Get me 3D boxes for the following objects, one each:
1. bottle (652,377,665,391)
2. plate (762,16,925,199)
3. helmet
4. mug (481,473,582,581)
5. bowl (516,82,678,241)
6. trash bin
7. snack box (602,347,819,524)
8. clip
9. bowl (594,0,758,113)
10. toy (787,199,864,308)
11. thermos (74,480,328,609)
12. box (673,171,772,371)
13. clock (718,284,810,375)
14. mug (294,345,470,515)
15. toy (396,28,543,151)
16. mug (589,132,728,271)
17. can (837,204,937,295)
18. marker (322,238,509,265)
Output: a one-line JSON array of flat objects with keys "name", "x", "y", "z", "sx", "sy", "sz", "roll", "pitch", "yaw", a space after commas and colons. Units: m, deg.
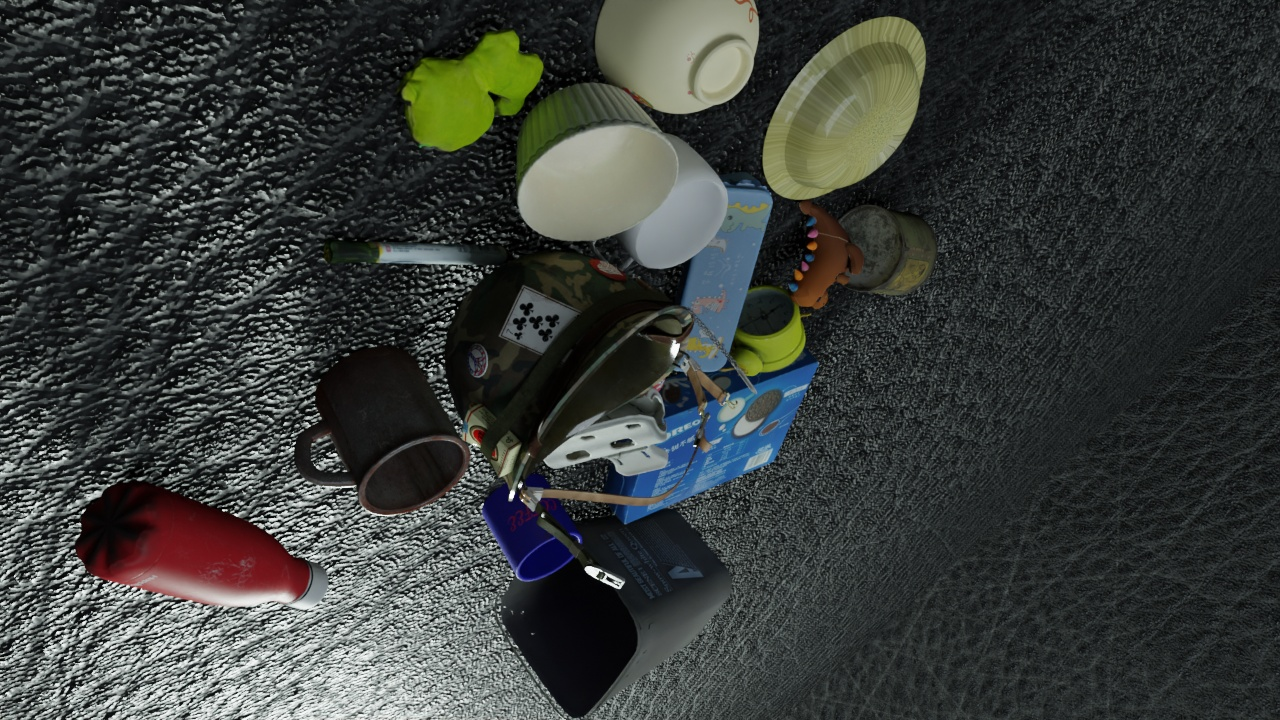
[{"name": "bottle", "x": -0.005, "y": 0.005, "z": 0.893, "sx": 0.062, "sy": 0.062, "sz": 0.138, "roll": -27, "pitch": 147, "yaw": -17}, {"name": "plate", "x": 0.196, "y": -0.212, "z": 0.827, "sx": 0.184, "sy": 0.036, "sz": 0.185, "roll": -26, "pitch": 146, "yaw": -19}, {"name": "helmet", "x": -0.041, "y": 0.025, "z": 0.702, "sx": 0.192, "sy": 0.236, "sz": 0.225, "roll": -38, "pitch": -175, "yaw": -31}, {"name": "mug", "x": -0.118, "y": 0.189, "z": 1.003, "sx": 0.079, "sy": 0.083, "sz": 0.111, "roll": -25, "pitch": 147, "yaw": -19}, {"name": "bowl", "x": -0.037, "y": -0.144, "z": 0.645, "sx": 0.115, "sy": 0.062, "sz": 0.115, "roll": -14, "pitch": 152, "yaw": -8}, {"name": "trash bin", "x": -0.023, "y": 0.299, "z": 1.154, "sx": 0.219, "sy": 0.197, "sz": 0.198, "roll": -6, "pitch": 136, "yaw": -50}, {"name": "snack box", "x": 0.080, "y": 0.082, "z": 1.087, "sx": 0.238, "sy": 0.056, "sz": 0.196, "roll": -18, "pitch": 144, "yaw": -27}, {"name": "clip", "x": -0.028, "y": 0.065, "z": 0.893, "sx": 0.126, "sy": 0.089, "sz": 0.150, "roll": -14, "pitch": 167, "yaw": 24}, {"name": "bowl", "x": 0.038, "y": -0.216, "z": 0.631, "sx": 0.117, "sy": 0.074, "sz": 0.118, "roll": -26, "pitch": 147, "yaw": -18}, {"name": "toy", "x": 0.171, "y": -0.105, "z": 0.919, "sx": 0.103, "sy": 0.071, "sz": 0.090, "roll": 48, "pitch": 67, "yaw": -38}, {"name": "thermos", "x": -0.342, "y": 0.166, "z": 0.757, "sx": 0.073, "sy": 0.073, "sz": 0.240, "roll": -37, "pitch": 149, "yaw": 0}, {"name": "box", "x": 0.071, "y": -0.071, "z": 0.853, "sx": 0.066, "sy": 0.052, "sz": 0.210, "roll": -14, "pitch": 133, "yaw": -30}, {"name": "clock", "x": 0.118, "y": -0.027, "z": 0.955, "sx": 0.119, "sy": 0.083, "sz": 0.057, "roll": -34, "pitch": 144, "yaw": -12}, {"name": "mug", "x": -0.210, "y": 0.057, "z": 0.714, "sx": 0.122, "sy": 0.110, "sz": 0.096, "roll": -11, "pitch": 135, "yaw": -36}, {"name": "toy", "x": -0.109, "y": -0.171, "z": 0.582, "sx": 0.094, "sy": 0.036, "sz": 0.094, "roll": -49, "pitch": 154, "yaw": 10}, {"name": "mug", "x": 0.008, "y": -0.120, "z": 0.733, "sx": 0.116, "sy": 0.068, "sz": 0.094, "roll": -44, "pitch": 148, "yaw": 11}, {"name": "can", "x": 0.255, "y": -0.115, "z": 0.967, "sx": 0.074, "sy": 0.090, "sz": 0.090, "roll": 0, "pitch": 133, "yaw": -45}, {"name": "marker", "x": -0.159, "y": -0.078, "z": 0.671, "sx": 0.146, "sy": 0.017, "sz": 0.017, "roll": -4, "pitch": 136, "yaw": -42}]
